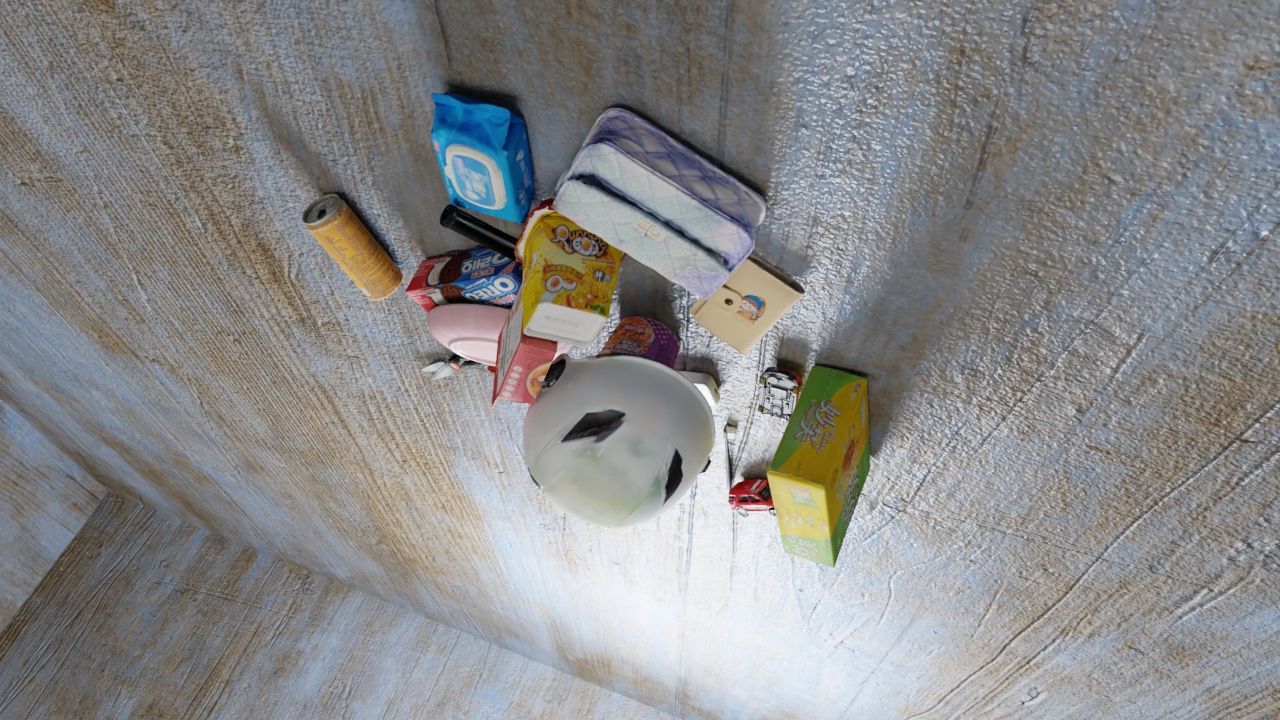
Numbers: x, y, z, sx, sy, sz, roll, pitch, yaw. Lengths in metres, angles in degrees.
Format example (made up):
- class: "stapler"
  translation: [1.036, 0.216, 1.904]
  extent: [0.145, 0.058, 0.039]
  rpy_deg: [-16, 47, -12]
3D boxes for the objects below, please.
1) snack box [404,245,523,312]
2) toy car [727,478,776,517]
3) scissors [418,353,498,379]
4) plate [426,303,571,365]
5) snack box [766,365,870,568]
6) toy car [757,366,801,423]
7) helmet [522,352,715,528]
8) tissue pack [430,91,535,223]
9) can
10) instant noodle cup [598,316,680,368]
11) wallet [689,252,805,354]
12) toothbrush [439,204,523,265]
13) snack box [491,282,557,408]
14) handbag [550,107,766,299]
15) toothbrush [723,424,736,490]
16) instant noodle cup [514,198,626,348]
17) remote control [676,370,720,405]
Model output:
- class: "snack box"
  translation: [-0.202, -0.102, 1.143]
  extent: [0.208, 0.058, 0.057]
  rpy_deg: [-4, 142, 39]
- class: "toy car"
  translation: [0.178, 0.200, 1.342]
  extent: [0.121, 0.052, 0.045]
  rpy_deg: [-10, 117, 50]
- class: "scissors"
  translation: [-0.262, 0.013, 1.396]
  extent: [0.162, 0.021, 0.234]
  rpy_deg: [28, 149, -6]
- class: "plate"
  translation: [-0.187, -0.025, 1.205]
  extent: [0.192, 0.039, 0.192]
  rpy_deg: [8, 165, 2]
- class: "snack box"
  translation: [0.220, 0.130, 1.102]
  extent: [0.070, 0.157, 0.210]
  rpy_deg: [14, 148, 25]
- class: "toy car"
  translation: [0.171, 0.040, 1.121]
  extent: [0.049, 0.031, 0.106]
  rpy_deg: [15, 149, 15]
- class: "helmet"
  translation: [-0.039, 0.110, 1.072]
  extent: [0.229, 0.145, 0.259]
  rpy_deg: [34, 148, -15]
- class: "tissue pack"
  translation: [-0.165, -0.208, 0.956]
  extent: [0.095, 0.052, 0.157]
  rpy_deg: [17, 149, 12]
- class: "can"
  translation: [-0.373, -0.145, 1.196]
  extent: [0.058, 0.058, 0.146]
  rpy_deg: [4, 143, 31]
- class: "instant noodle cup"
  translation: [-0.007, 0.007, 1.130]
  extent: [0.111, 0.099, 0.112]
  rpy_deg: [17, 149, 10]
- class: "wallet"
  translation: [0.110, -0.063, 0.994]
  extent: [0.087, 0.024, 0.115]
  rpy_deg: [34, 137, -6]
- class: "toothbrush"
  translation: [-0.132, -0.120, 1.051]
  extent: [0.212, 0.027, 0.026]
  rpy_deg: [26, 145, -34]
- class: "snack box"
  translation: [-0.131, -0.019, 1.056]
  extent: [0.044, 0.113, 0.127]
  rpy_deg: [13, 139, -17]
- class: "handbag"
  translation: [0.015, -0.148, 0.899]
  extent: [0.194, 0.075, 0.134]
  rpy_deg: [30, 149, -8]
- class: "toothbrush"
  translation: [0.130, 0.144, 1.329]
  extent: [0.018, 0.015, 0.181]
  rpy_deg: [8, 146, 11]
- class: "instant noodle cup"
  translation: [-0.076, -0.089, 0.982]
  extent: [0.116, 0.123, 0.116]
  rpy_deg: [13, 151, -17]
- class: "remote control"
  translation: [0.038, 0.032, 1.214]
  extent: [0.136, 0.020, 0.056]
  rpy_deg: [6, 146, 28]
